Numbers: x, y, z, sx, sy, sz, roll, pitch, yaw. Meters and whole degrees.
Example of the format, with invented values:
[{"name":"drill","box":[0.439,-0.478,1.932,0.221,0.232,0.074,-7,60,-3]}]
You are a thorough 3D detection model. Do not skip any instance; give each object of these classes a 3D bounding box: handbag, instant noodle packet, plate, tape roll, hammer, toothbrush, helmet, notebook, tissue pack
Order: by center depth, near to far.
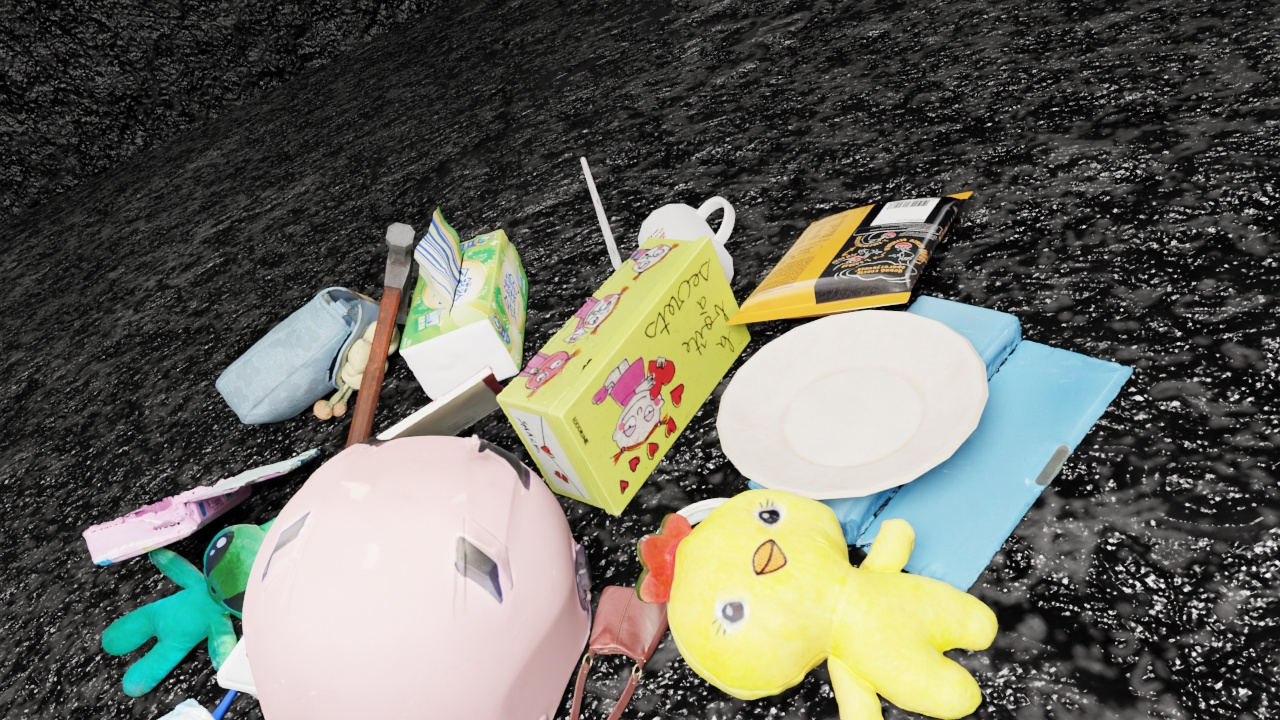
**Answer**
[{"name":"tissue pack","box":[-0.274,0.314,0.549,0.070,0.112,0.181,-18,36,14]},{"name":"handbag","box":[-0.020,0.208,0.604,0.055,0.029,0.119,1,49,30]},{"name":"helmet","box":[-0.153,0.139,0.616,0.230,0.153,0.254,2,36,9]},{"name":"plate","box":[0.149,0.033,0.655,0.189,0.027,0.188,-16,37,12]},{"name":"tape roll","box":[0.049,0.138,0.656,0.093,0.013,0.092,-18,35,13]},{"name":"toothbrush","box":[-0.340,0.296,0.695,0.016,0.018,0.182,16,46,8]},{"name":"notebook","box":[-0.183,0.062,0.791,0.153,0.012,0.209,-33,-4,-8]},{"name":"instant noodle packet","box":[0.188,-0.093,0.817,0.160,0.032,0.220,-6,27,37]},{"name":"toothbrush","box":[-0.027,-0.116,0.885,0.010,0.182,0.010,2,40,26]},{"name":"hammer","box":[-0.260,0.023,0.887,0.028,0.111,0.300,11,65,-10]},{"name":"tissue pack","box":[-0.196,-0.077,0.976,0.120,0.141,0.197,-22,35,5]},{"name":"handbag","box":[-0.353,0.006,1.004,0.192,0.118,0.122,-39,-4,-2]}]

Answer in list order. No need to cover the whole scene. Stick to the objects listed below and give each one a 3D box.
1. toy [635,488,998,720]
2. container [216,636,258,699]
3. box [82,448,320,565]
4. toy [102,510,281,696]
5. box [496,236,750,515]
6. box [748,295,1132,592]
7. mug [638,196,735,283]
[{"name":"toy","box":[0.101,0.148,0.551,0.208,0.092,0.133,9,53,27]},{"name":"container","box":[-0.244,0.228,0.694,0.129,0.049,0.080,-3,41,30]},{"name":"box","box":[-0.386,0.125,0.845,0.159,0.035,0.230,-20,3,-10]},{"name":"toy","box":[-0.365,0.205,0.791,0.193,0.072,0.130,-35,74,-8]},{"name":"box","box":[-0.004,0.005,0.770,0.081,0.124,0.220,13,48,41]},{"name":"box","box":[0.213,0.045,0.656,0.231,0.033,0.175,-43,39,-24]},{"name":"mug","box":[0.054,-0.116,0.916,0.105,0.073,0.089,-47,32,16]}]
